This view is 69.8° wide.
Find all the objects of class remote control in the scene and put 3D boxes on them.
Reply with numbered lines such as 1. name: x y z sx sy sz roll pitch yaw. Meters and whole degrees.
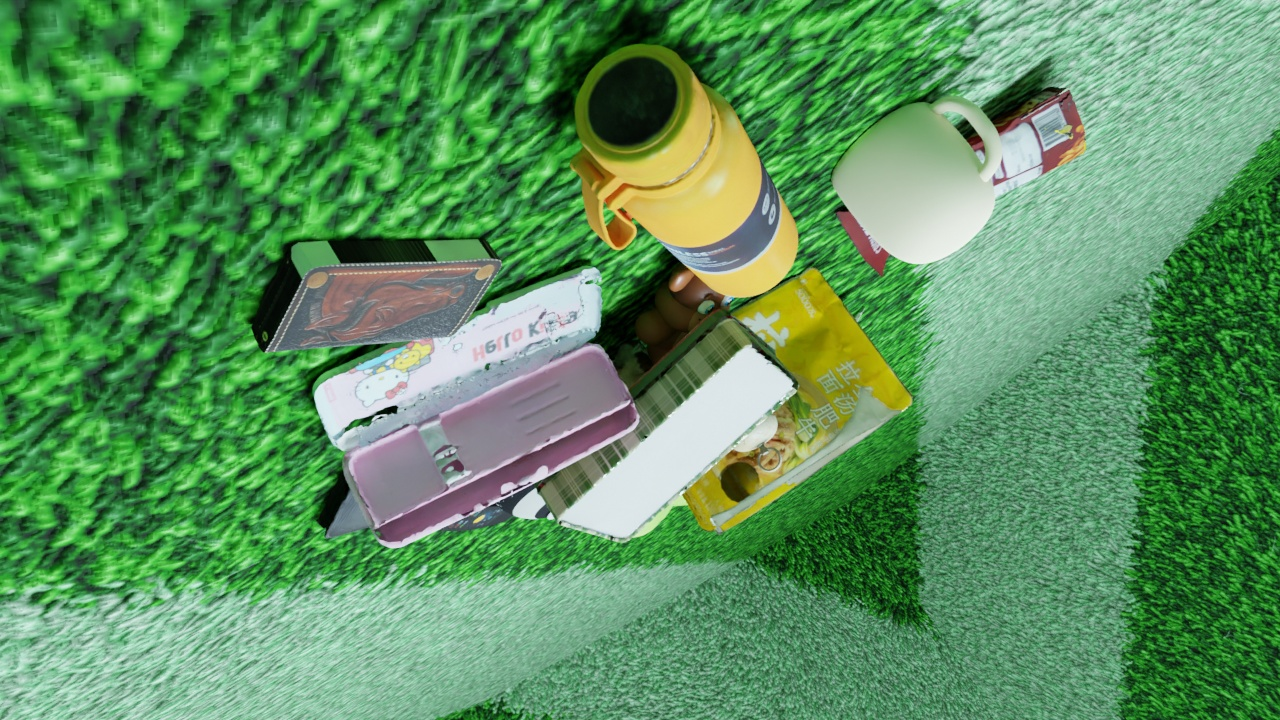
1. remote control: -0.154 0.151 0.918 0.041 0.020 0.152 -38 167 8

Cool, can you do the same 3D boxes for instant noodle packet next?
1. instant noodle packet: 0.115 0.034 0.854 0.222 0.163 0.084 -35 160 8

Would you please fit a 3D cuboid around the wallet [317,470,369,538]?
1. wallet: -0.203 0.102 0.733 0.089 0.026 0.115 -14 154 -40

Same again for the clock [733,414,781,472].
1. clock: 0.083 0.035 0.797 0.093 0.140 0.054 -35 157 14

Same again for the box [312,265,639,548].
1. box: -0.107 0.027 0.619 0.201 0.146 0.077 -25 -160 -22

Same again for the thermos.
1. thermos: 0.031 -0.091 0.523 0.091 0.076 0.232 -69 159 -2

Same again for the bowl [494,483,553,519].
1. bowl: -0.086 0.113 0.881 0.120 0.066 0.120 -29 161 -11

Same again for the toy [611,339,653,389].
1. toy: -0.008 0.027 0.779 0.085 0.074 0.106 -17 141 -38

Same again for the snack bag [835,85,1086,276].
1. snack bag: 0.283 -0.153 0.809 0.208 0.066 0.138 -35 156 14

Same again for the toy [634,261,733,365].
1. toy: 0.045 -0.043 0.706 0.094 0.065 0.128 -27 156 -32

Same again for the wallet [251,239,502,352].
1. wallet: -0.139 -0.035 0.495 0.122 0.019 0.072 -9 146 -50

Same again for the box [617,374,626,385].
1. box: -0.103 0.043 0.693 0.186 0.082 0.042 -20 132 -27

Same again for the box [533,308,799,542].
1. box: 0.021 0.055 0.720 0.206 0.051 0.117 -45 145 11

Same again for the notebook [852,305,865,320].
1. notebook: 0.160 0.055 1.056 0.181 0.010 0.253 -55 -179 -32

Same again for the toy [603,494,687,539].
1. toy: 0.006 0.147 1.069 0.196 0.107 0.150 -38 163 -11

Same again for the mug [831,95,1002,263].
1. mug: 0.220 -0.134 0.691 0.096 0.099 0.120 -12 153 -46
